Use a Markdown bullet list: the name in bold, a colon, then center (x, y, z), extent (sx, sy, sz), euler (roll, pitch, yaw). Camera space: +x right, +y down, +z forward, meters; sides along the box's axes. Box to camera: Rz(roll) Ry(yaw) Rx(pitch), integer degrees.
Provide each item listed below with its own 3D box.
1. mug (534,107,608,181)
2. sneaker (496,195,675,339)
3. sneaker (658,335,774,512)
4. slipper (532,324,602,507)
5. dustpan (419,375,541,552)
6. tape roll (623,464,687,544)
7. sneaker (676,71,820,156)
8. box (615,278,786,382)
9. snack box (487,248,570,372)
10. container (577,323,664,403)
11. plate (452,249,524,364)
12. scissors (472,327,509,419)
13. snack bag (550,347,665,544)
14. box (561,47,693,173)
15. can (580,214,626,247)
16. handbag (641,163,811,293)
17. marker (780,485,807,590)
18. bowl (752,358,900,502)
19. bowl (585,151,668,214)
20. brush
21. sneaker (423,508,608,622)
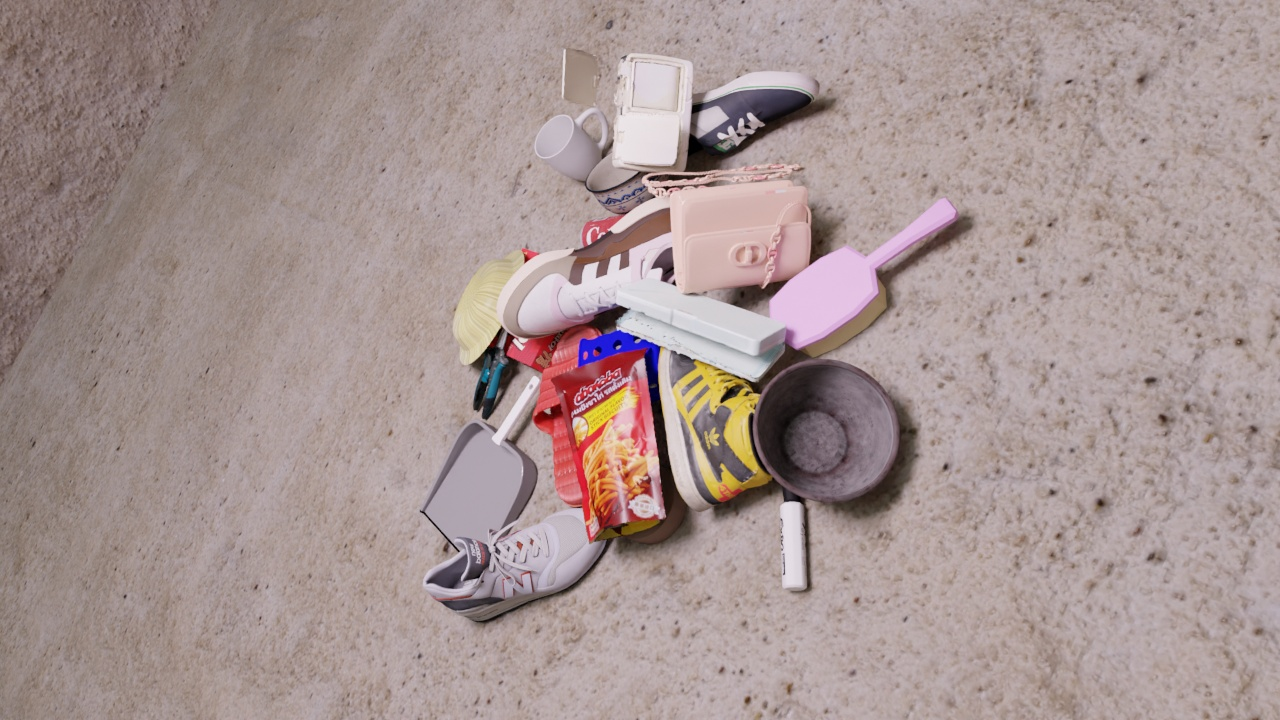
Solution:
- **mug**: center (-0.086, -0.315, 1.336), extent (0.107, 0.089, 0.071), euler (-43, 50, 13)
- **sneaker**: center (-0.045, -0.091, 1.162), extent (0.294, 0.112, 0.116), euler (-26, 39, 7)
- **sneaker**: center (0.095, 0.042, 1.030), extent (0.122, 0.086, 0.238), euler (-22, 59, 31)
- **slipper**: center (-0.090, 0.063, 1.180), extent (0.104, 0.059, 0.248), euler (-18, 61, 30)
- **dustpan**: center (-0.200, 0.136, 1.244), extent (0.163, 0.033, 0.257), euler (33, 91, 42)
- **tape roll**: center (0.008, 0.166, 1.075), extent (0.094, 0.030, 0.093), euler (-17, 60, 30)
- **sneaker**: center (0.124, -0.310, 1.186), extent (0.236, 0.084, 0.079), euler (-3, 77, 42)
- **box**: center (0.066, -0.045, 1.035), extent (0.199, 0.073, 0.085), euler (21, 64, 31)
- **snack box**: center (-0.151, -0.072, 1.305), extent (0.133, 0.036, 0.152), euler (22, 83, 41)
- **container**: center (-0.007, 0.007, 1.127), extent (0.114, 0.084, 0.085), euler (-18, 58, 29)
- **plate**: center (-0.231, -0.085, 1.324), extent (0.185, 0.036, 0.184), euler (-45, 30, 35)
- **scissors**: center (-0.212, 0.012, 1.289), extent (0.135, 0.019, 0.130), euler (-21, 79, 40)
- **snack bag**: center (-0.031, 0.096, 1.056), extent (0.139, 0.066, 0.207), euler (-24, 64, 33)
- **box**: center (-0.016, -0.309, 1.133), extent (0.081, 0.181, 0.143), euler (-153, 64, -68)
- **can**: center (-0.031, -0.170, 1.249), extent (0.097, 0.054, 0.054), euler (-3, 67, 36)
- **handbag**: center (0.114, -0.160, 1.101), extent (0.198, 0.117, 0.187), euler (-8, 23, -10)
- **marker**: center (0.159, 0.175, 0.960), extent (0.025, 0.025, 0.125), euler (-14, 61, 32)
- **bowl**: center (0.184, 0.077, 0.939), extent (0.145, 0.067, 0.144), euler (0, 74, 0)
- **bowl**: center (-0.011, -0.245, 1.254), extent (0.116, 0.059, 0.115), euler (-24, 35, 18)
- **brush**: center (0.248, -0.093, 1.007), extent (0.229, 0.043, 0.089), euler (-36, 52, 18)
- **sneaker**: center (-0.162, 0.243, 1.104), extent (0.240, 0.124, 0.088), euler (-35, 52, 19)
